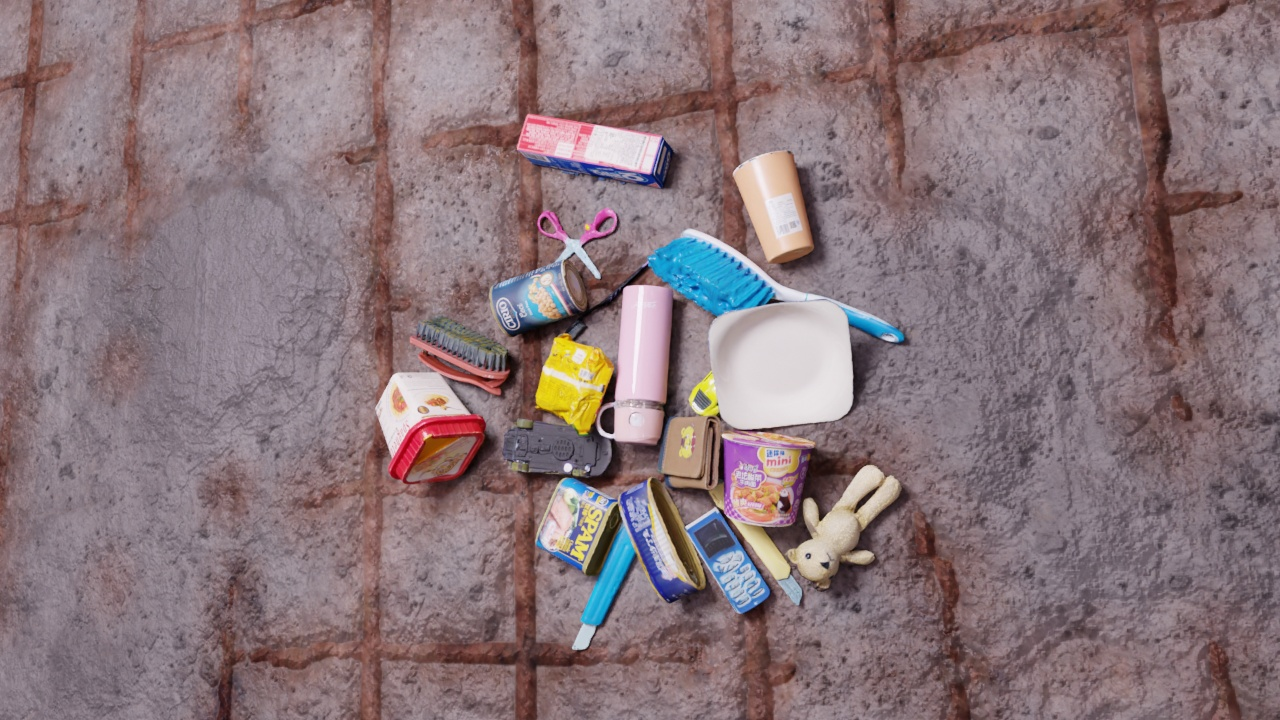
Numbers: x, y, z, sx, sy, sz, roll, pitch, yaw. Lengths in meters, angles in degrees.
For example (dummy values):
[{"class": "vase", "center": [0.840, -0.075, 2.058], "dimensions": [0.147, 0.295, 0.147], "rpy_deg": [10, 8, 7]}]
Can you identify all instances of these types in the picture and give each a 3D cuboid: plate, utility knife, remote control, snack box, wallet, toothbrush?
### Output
[{"class": "plate", "center": [0.166, 0.002, 1.089], "dimensions": [0.164, 0.034, 0.164], "rpy_deg": [-6, 117, 8]}, {"class": "utility knife", "center": [0.138, 0.213, 1.104], "dimensions": [0.031, 0.019, 0.183], "rpy_deg": [-31, 66, -18]}, {"class": "remote control", "center": [0.105, 0.242, 1.108], "dimensions": [0.049, 0.024, 0.125], "rpy_deg": [-32, 73, -2]}, {"class": "snack box", "center": [-0.061, -0.281, 1.235], "dimensions": [0.208, 0.057, 0.058], "rpy_deg": [15, 84, 21]}, {"class": "wallet", "center": [0.060, 0.111, 1.106], "dimensions": [0.033, 0.115, 0.090], "rpy_deg": [8, 82, -22]}, {"class": "toothbrush", "center": [-0.030, -0.091, 1.217], "dimensions": [0.189, 0.014, 0.016], "rpy_deg": [-40, 78, 9]}, {"class": "utility knife", "center": [-0.043, 0.286, 1.160], "dimensions": [0.034, 0.018, 0.182], "rpy_deg": [25, 92, 1]}]

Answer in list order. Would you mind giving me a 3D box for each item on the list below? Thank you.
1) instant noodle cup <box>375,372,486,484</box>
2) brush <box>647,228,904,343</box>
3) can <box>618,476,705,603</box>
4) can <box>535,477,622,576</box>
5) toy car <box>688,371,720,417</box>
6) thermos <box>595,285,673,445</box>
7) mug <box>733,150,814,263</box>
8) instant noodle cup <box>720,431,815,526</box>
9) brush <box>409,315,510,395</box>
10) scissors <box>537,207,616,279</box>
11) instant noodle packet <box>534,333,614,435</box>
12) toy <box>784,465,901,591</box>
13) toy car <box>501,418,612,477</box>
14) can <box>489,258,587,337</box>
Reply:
[{"class": "instant noodle cup", "center": [-0.288, 0.085, 1.226], "dimensions": [0.124, 0.116, 0.117], "rpy_deg": [53, 124, 30]}, {"class": "brush", "center": [0.159, -0.078, 1.119], "dimensions": [0.314, 0.061, 0.109], "rpy_deg": [35, 60, 24]}, {"class": "can", "center": [0.025, 0.218, 1.117], "dimensions": [0.049, 0.074, 0.148], "rpy_deg": [-30, 73, 16]}, {"class": "can", "center": [-0.076, 0.209, 1.164], "dimensions": [0.083, 0.057, 0.102], "rpy_deg": [23, 90, 23]}, {"class": "toy car", "center": [0.105, 0.027, 1.141], "dimensions": [0.105, 0.032, 0.048], "rpy_deg": [-46, 70, 6]}, {"class": "thermos", "center": [-0.007, 0.007, 1.163], "dimensions": [0.087, 0.067, 0.198], "rpy_deg": [5, 84, 8]}, {"class": "mug", "center": [0.169, -0.186, 1.130], "dimensions": [0.078, 0.078, 0.122], "rpy_deg": [-19, 80, 16]}, {"class": "instant noodle cup", "center": [0.144, 0.138, 1.073], "dimensions": [0.112, 0.111, 0.099], "rpy_deg": [6, 91, 20]}, {"class": "brush", "center": [-0.242, -0.005, 1.257], "dimensions": [0.146, 0.063, 0.069], "rpy_deg": [24, 113, 20]}, {"class": "scissors", "center": [-0.090, -0.163, 1.250], "dimensions": [0.133, 0.017, 0.134], "rpy_deg": [-46, 74, 12]}, {"class": "instant noodle packet", "center": [-0.085, 0.029, 1.174], "dimensions": [0.128, 0.044, 0.111], "rpy_deg": [22, 95, 57]}, {"class": "toy", "center": [0.236, 0.189, 1.050], "dimensions": [0.105, 0.066, 0.157], "rpy_deg": [41, 85, -3]}, {"class": "toy car", "center": [-0.108, 0.116, 1.197], "dimensions": [0.158, 0.042, 0.070], "rpy_deg": [4, 83, 20]}, {"class": "can", "center": [-0.134, -0.083, 1.220], "dimensions": [0.111, 0.075, 0.075], "rpy_deg": [-18, 76, 15]}]
